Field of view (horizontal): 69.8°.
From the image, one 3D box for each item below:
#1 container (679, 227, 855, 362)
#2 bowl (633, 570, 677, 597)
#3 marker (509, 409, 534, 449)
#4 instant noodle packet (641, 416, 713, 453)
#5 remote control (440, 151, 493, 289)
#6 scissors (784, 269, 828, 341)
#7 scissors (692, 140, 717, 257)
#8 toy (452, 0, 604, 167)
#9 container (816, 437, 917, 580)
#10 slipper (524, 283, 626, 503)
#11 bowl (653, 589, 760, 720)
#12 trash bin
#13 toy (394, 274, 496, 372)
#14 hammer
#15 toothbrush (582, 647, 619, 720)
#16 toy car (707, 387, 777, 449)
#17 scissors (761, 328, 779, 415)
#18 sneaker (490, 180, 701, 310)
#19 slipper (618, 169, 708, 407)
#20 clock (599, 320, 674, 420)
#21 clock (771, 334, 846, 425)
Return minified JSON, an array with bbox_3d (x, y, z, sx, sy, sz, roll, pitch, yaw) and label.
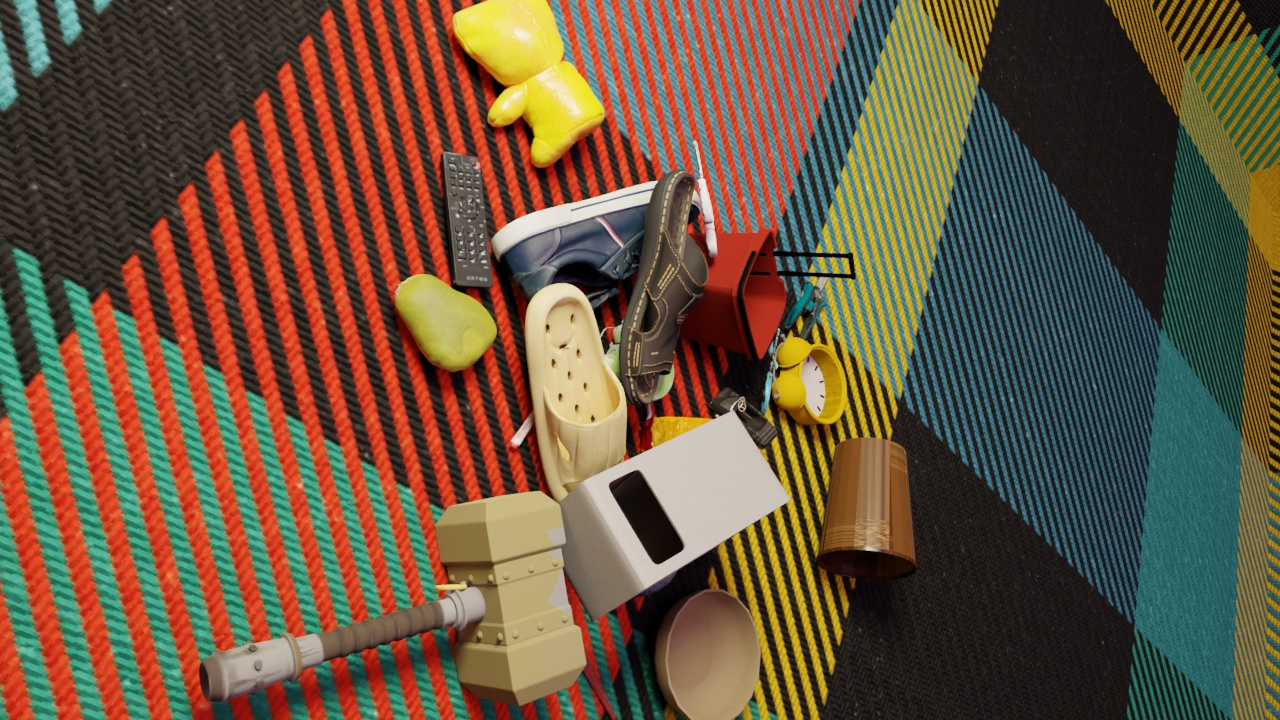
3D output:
[{"bbox_3d":[0.145,-0.082,1.119,0.126,0.201,0.148,-63,149,-32],"label":"container"},{"bbox_3d":[0.010,0.212,1.050,0.114,0.061,0.114,12,71,-38],"label":"bowl"},{"bbox_3d":[-0.106,0.044,1.022,0.013,0.013,0.141,47,55,-22],"label":"marker"},{"bbox_3d":[0.056,0.119,1.123,0.135,0.040,0.098,5,80,-40],"label":"instant noodle packet"},{"bbox_3d":[-0.190,-0.149,0.990,0.047,0.022,0.150,1,77,-40],"label":"remote control"},{"bbox_3d":[0.246,-0.084,1.346,0.141,0.019,0.127,-2,81,-43],"label":"scissors"},{"bbox_3d":[0.073,-0.211,1.080,0.103,0.016,0.178,72,12,-58],"label":"scissors"},{"bbox_3d":[-0.121,-0.327,1.047,0.134,0.088,0.194,-38,106,-35],"label":"toy"},{"bbox_3d":[0.316,0.203,1.273,0.132,0.132,0.167,29,57,-32],"label":"container"},{"bbox_3d":[-0.055,0.045,0.984,0.111,0.079,0.262,-26,113,-41],"label":"slipper"},{"bbox_3d":[0.070,0.345,1.076,0.152,0.051,0.152,11,73,-38],"label":"bowl"},{"bbox_3d":[0.027,0.159,0.966,0.228,0.115,0.114,-21,73,-41],"label":"trash bin"},{"bbox_3d":[-0.201,-0.043,0.936,0.110,0.051,0.089,50,51,-17],"label":"toy"},{"bbox_3d":[-0.218,0.239,0.821,0.324,0.101,0.190,-6,84,-41],"label":"hammer"},{"bbox_3d":[-0.054,0.336,0.995,0.016,0.017,0.190,-33,102,-39],"label":"toothbrush"},{"bbox_3d":[0.134,0.073,1.184,0.092,0.037,0.040,40,51,14],"label":"toy car"},{"bbox_3d":[0.174,0.003,1.228,0.015,0.135,0.133,9,37,-3],"label":"scissors"},{"bbox_3d":[-0.027,-0.122,1.068,0.293,0.121,0.127,-23,82,-38],"label":"sneaker"},{"bbox_3d":[0.035,-0.077,1.022,0.112,0.076,0.268,5,97,-68],"label":"slipper"},{"bbox_3d":[-0.007,0.006,1.095,0.119,0.043,0.094,41,56,-25],"label":"clock"},{"bbox_3d":[0.234,0.030,1.290,0.151,0.052,0.113,27,64,-38],"label":"clock"}]
